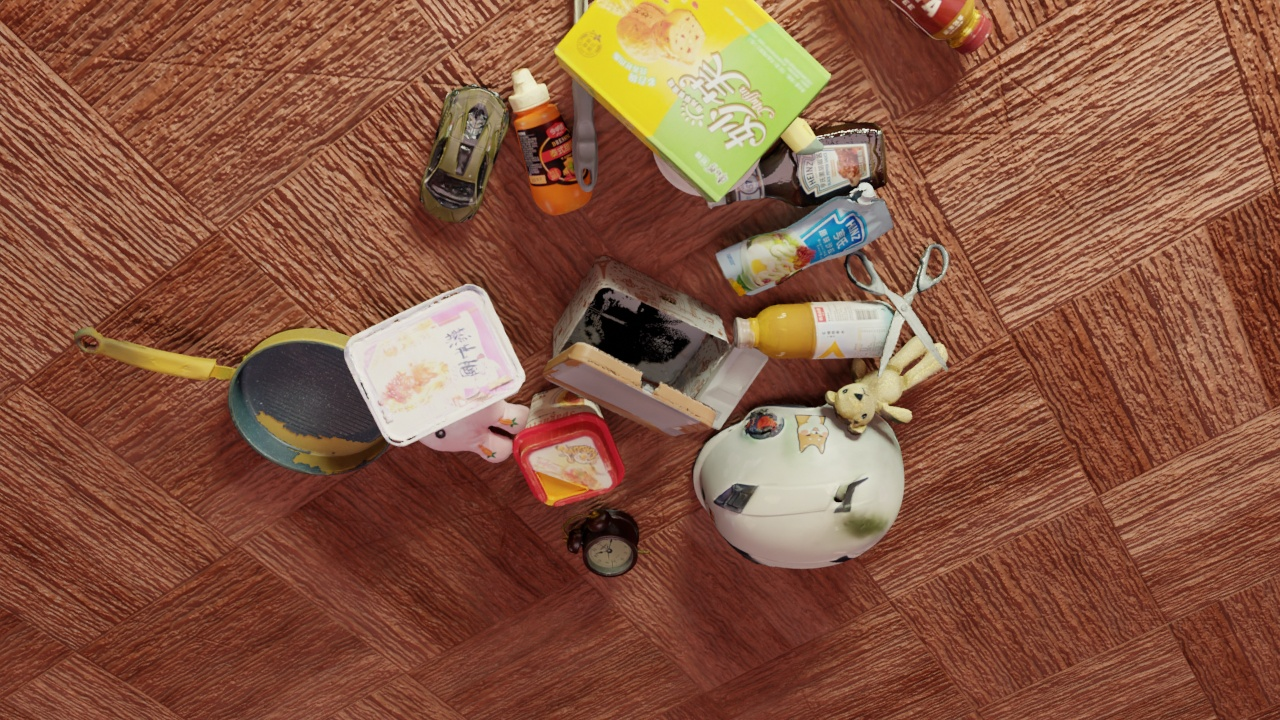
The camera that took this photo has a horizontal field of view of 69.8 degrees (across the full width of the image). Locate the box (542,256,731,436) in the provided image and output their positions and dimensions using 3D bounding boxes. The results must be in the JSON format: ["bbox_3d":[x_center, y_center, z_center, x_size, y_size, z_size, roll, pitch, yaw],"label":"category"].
[{"bbox_3d":[-0.007,0.008,1.036,0.182,0.174,0.152,24,116,-18],"label":"box"}]

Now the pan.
[{"bbox_3d":[-0.458,0.028,1.071,0.357,0.078,0.198,26,116,-19],"label":"pan"}]

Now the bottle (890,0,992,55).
[{"bbox_3d":[0.269,-0.365,0.893,0.175,0.057,0.058,31,115,-22],"label":"bottle"}]

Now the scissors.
[{"bbox_3d":[0.298,-0.063,1.056,0.159,0.014,0.179,26,78,5],"label":"scissors"}]

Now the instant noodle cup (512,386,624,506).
[{"bbox_3d":[-0.086,0.095,1.114,0.116,0.124,0.117,-17,121,7],"label":"instant noodle cup"}]

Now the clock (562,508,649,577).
[{"bbox_3d":[-0.051,0.245,1.251,0.122,0.055,0.082,37,113,-22],"label":"clock"}]

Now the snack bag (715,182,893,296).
[{"bbox_3d":[0.185,-0.132,1.025,0.191,0.038,0.110,-23,143,15],"label":"snack bag"}]

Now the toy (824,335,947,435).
[{"bbox_3d":[0.302,0.025,1.117,0.157,0.105,0.066,-35,160,-7],"label":"toy"}]

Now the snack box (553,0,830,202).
[{"bbox_3d":[0.047,-0.273,0.859,0.210,0.070,0.158,41,97,-7],"label":"snack box"}]

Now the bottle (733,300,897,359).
[{"bbox_3d":[0.206,-0.035,1.088,0.189,0.068,0.068,-2,122,-3],"label":"bottle"}]

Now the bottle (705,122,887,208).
[{"bbox_3d":[0.165,-0.203,0.995,0.195,0.044,0.080,-12,117,4],"label":"bottle"}]

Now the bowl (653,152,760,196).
[{"bbox_3d":[0.069,-0.226,0.939,0.118,0.064,0.118,1,103,4],"label":"bowl"}]

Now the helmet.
[{"bbox_3d":[0.210,0.177,1.170,0.274,0.156,0.230,-12,122,3],"label":"helmet"}]

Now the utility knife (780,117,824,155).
[{"bbox_3d":[0.110,-0.289,0.934,0.031,0.022,0.216,-39,110,18],"label":"utility knife"}]

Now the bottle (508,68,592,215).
[{"bbox_3d":[-0.099,-0.228,0.952,0.067,0.066,0.149,-17,115,6],"label":"bottle"}]

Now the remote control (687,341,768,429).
[{"bbox_3d":[0.110,0.031,1.148,0.049,0.024,0.125,23,118,-17],"label":"remote control"}]

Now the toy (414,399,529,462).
[{"bbox_3d":[-0.210,0.066,1.130,0.159,0.054,0.121,28,107,-27],"label":"toy"}]

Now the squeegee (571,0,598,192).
[{"bbox_3d":[-0.057,-0.294,0.911,0.246,0.039,0.247,-4,108,-8],"label":"squeegee"}]

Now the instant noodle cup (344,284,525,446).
[{"bbox_3d":[-0.233,0.005,1.052,0.173,0.060,0.138,-26,92,-6],"label":"instant noodle cup"}]

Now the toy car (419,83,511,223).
[{"bbox_3d":[-0.186,-0.213,0.965,0.070,0.042,0.158,17,122,-14],"label":"toy car"}]
